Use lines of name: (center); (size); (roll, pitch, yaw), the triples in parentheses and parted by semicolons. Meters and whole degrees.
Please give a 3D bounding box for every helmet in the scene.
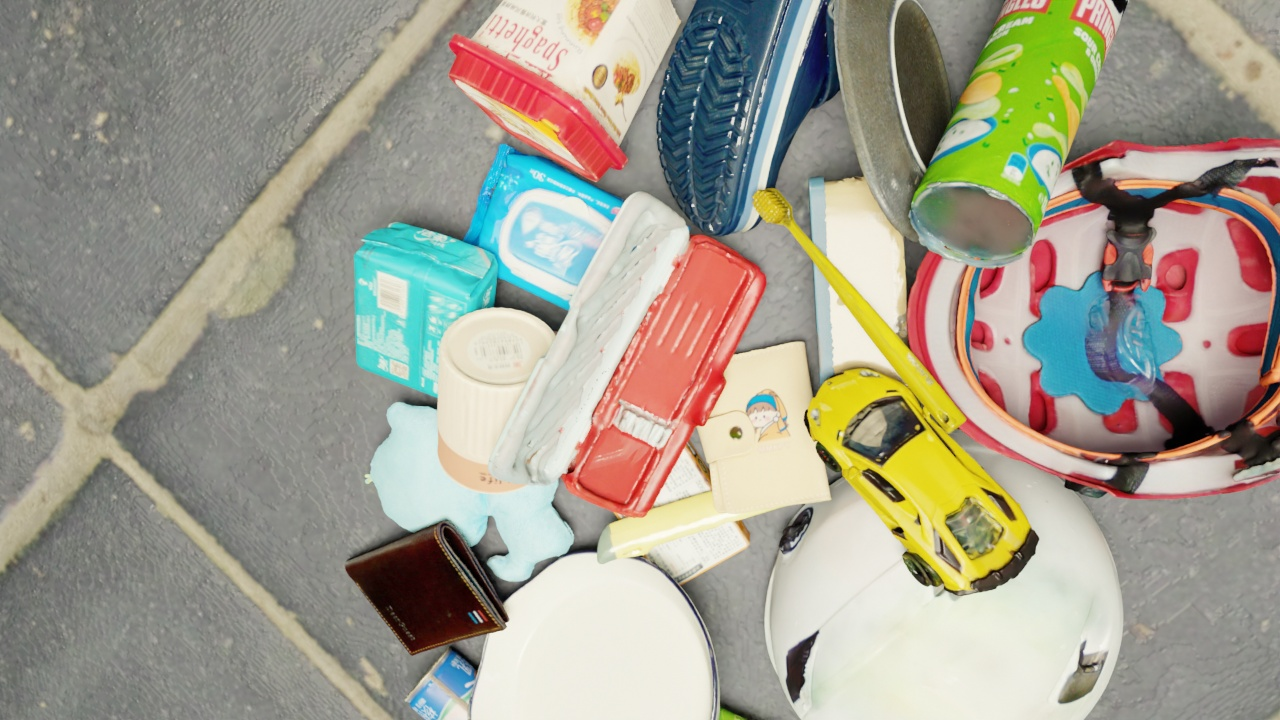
helmet: (0.295, -0.018, 0.569); (0.240, 0.144, 0.206); (-1, 81, 20)
helmet: (0.201, 0.185, 0.614); (0.229, 0.145, 0.259); (43, 103, 1)

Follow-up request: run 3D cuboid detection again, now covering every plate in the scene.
plate: (0.162, -0.162, 0.554); (0.024, 0.179, 0.179); (-7, 98, 34)
plate: (-0.030, 0.243, 0.664); (0.205, 0.045, 0.204); (-13, 63, 26)

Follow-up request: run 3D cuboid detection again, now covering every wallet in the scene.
wallet: (0.083, 0.049, 0.655); (0.087, 0.024, 0.115); (-12, 76, 17)
wallet: (-0.167, 0.180, 0.715); (0.123, 0.020, 0.096); (-25, 99, 35)

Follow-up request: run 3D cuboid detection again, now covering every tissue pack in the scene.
tissue pack: (-0.049, -0.084, 0.660); (0.157, 0.052, 0.095); (25, 102, 4)
tissue pack: (-0.156, -0.031, 0.667); (0.093, 0.050, 0.134); (21, 133, 5)

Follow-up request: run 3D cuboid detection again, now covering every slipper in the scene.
slipper: (0.086, -0.208, 0.603); (0.095, 0.105, 0.253); (0, 118, -31)

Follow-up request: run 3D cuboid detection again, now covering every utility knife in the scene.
utility knife: (0.046, 0.112, 0.663); (0.167, 0.018, 0.031); (-18, 77, 9)

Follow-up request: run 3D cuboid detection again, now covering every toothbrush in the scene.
toothbrush: (0.128, -0.034, 0.556); (0.190, 0.016, 0.016); (54, 127, 18)

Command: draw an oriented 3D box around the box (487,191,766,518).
box: (-0.007, 0.002, 0.612); (0.059, 0.161, 0.201); (31, 95, 46)

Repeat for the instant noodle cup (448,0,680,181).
instant noodle cup: (-0.044, -0.204, 0.609); (0.116, 0.116, 0.124); (32, 90, 21)

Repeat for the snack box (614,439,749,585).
snack box: (0.011, 0.092, 0.691); (0.075, 0.026, 0.153); (-33, 93, 12)

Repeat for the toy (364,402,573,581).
toy: (-0.137, 0.102, 0.705); (0.156, 0.049, 0.161); (-11, 105, 9)

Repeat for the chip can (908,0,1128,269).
chip can: (0.231, -0.167, 0.537); (0.072, 0.072, 0.235); (27, 71, 4)

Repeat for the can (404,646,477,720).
can: (-0.120, 0.292, 0.729); (0.134, 0.053, 0.053); (41, 102, 1)

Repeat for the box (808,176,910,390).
box: (0.146, -0.046, 0.617); (0.062, 0.089, 0.184); (-5, 95, 11)

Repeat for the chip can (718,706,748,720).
chip can: (0.093, 0.315, 0.689); (0.221, 0.072, 0.073); (24, 101, 4)

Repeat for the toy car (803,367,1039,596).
toy car: (0.161, 0.068, 0.545); (0.071, 0.041, 0.156); (-36, 73, -11)

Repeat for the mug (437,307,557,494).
mug: (-0.088, 0.021, 0.641); (0.082, 0.114, 0.106); (37, 140, 24)
